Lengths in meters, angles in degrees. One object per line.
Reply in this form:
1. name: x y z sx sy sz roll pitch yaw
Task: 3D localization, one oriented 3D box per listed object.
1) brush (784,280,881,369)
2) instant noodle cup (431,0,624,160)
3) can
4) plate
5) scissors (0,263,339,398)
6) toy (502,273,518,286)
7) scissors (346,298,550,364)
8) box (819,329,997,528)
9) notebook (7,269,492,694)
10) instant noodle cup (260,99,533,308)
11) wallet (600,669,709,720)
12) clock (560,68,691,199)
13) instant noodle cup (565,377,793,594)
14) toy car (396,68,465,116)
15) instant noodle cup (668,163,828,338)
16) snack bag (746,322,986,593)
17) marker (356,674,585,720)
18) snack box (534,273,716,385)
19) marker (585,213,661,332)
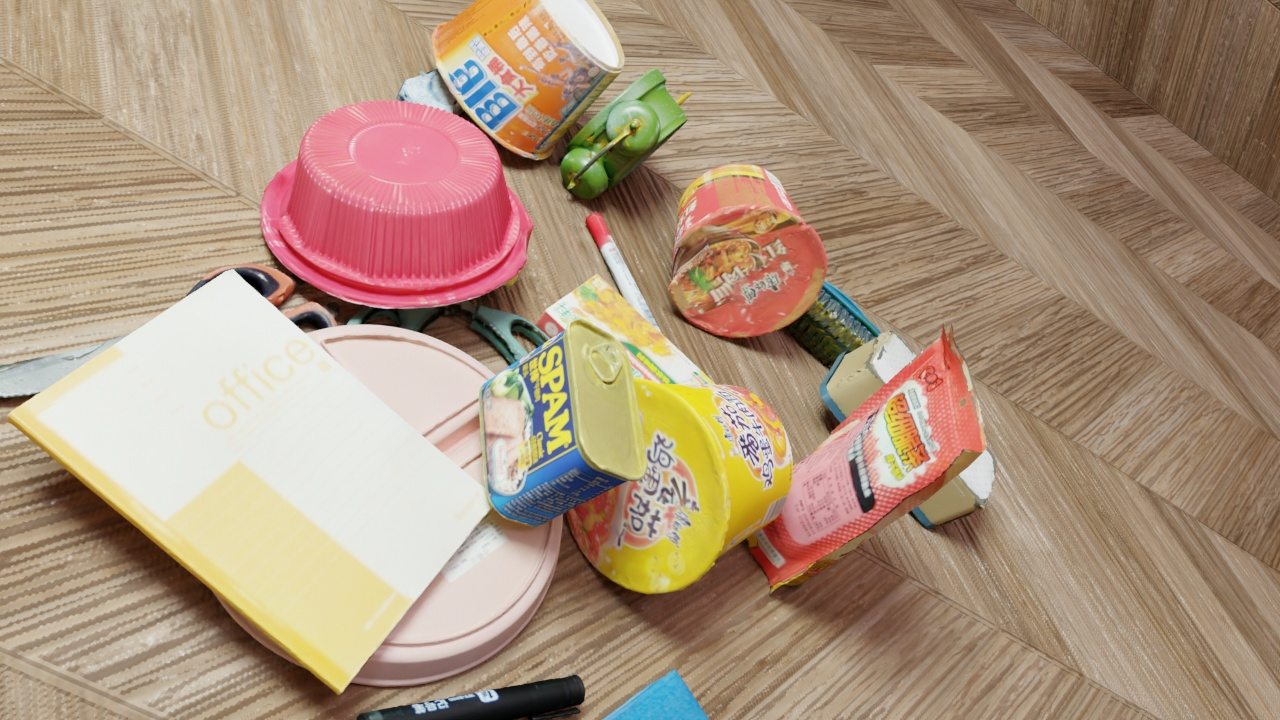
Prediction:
1. brush: 0.186 -0.041 0.899 0.144 0.055 0.073 42 41 3
2. instant noodle cup: -0.093 -0.273 0.818 0.151 0.112 0.151 40 31 -30
3. can: -0.049 0.039 0.551 0.057 0.083 0.102 28 41 -44
4. plate: -0.144 0.073 0.543 0.229 0.028 0.229 20 49 -26
5. scissors: -0.288 -0.019 0.542 0.209 0.015 0.182 18 46 -25
6. toy: -0.128 -0.093 0.705 0.096 0.031 0.100 -4 46 -42
7. scissors: -0.128 -0.005 0.651 0.174 0.019 0.169 42 41 0
8. box: 0.239 0.056 0.823 0.184 0.064 0.089 50 40 -2
9. notebook: -0.192 0.056 0.490 0.206 0.010 0.145 42 43 -4
10. instant noodle cup: -0.168 -0.124 0.651 0.193 0.066 0.193 10 44 -9
11. wallet: 0.024 0.254 0.519 0.106 0.040 0.133 -17 65 -50
12. clock: -0.017 -0.206 0.847 0.056 0.116 0.160 48 37 -7
13. instant noodle cup: 0.030 0.074 0.618 0.109 0.138 0.138 -9 60 -51
14. toy car: -0.174 -0.242 0.821 0.049 0.031 0.105 38 41 -2
15. instant noodle cup: 0.092 -0.105 0.831 0.138 0.138 0.108 24 34 -19
16. snack bag: 0.155 0.077 0.647 0.073 0.208 0.128 31 40 -14
17. marker: -0.089 0.192 0.500 0.131 0.020 0.022 4 81 -37
18. snack box: -0.004 0.004 0.731 0.156 0.027 0.076 43 41 4
19. marker: -0.014 -0.070 0.800 0.017 0.017 0.145 -3 56 -40
